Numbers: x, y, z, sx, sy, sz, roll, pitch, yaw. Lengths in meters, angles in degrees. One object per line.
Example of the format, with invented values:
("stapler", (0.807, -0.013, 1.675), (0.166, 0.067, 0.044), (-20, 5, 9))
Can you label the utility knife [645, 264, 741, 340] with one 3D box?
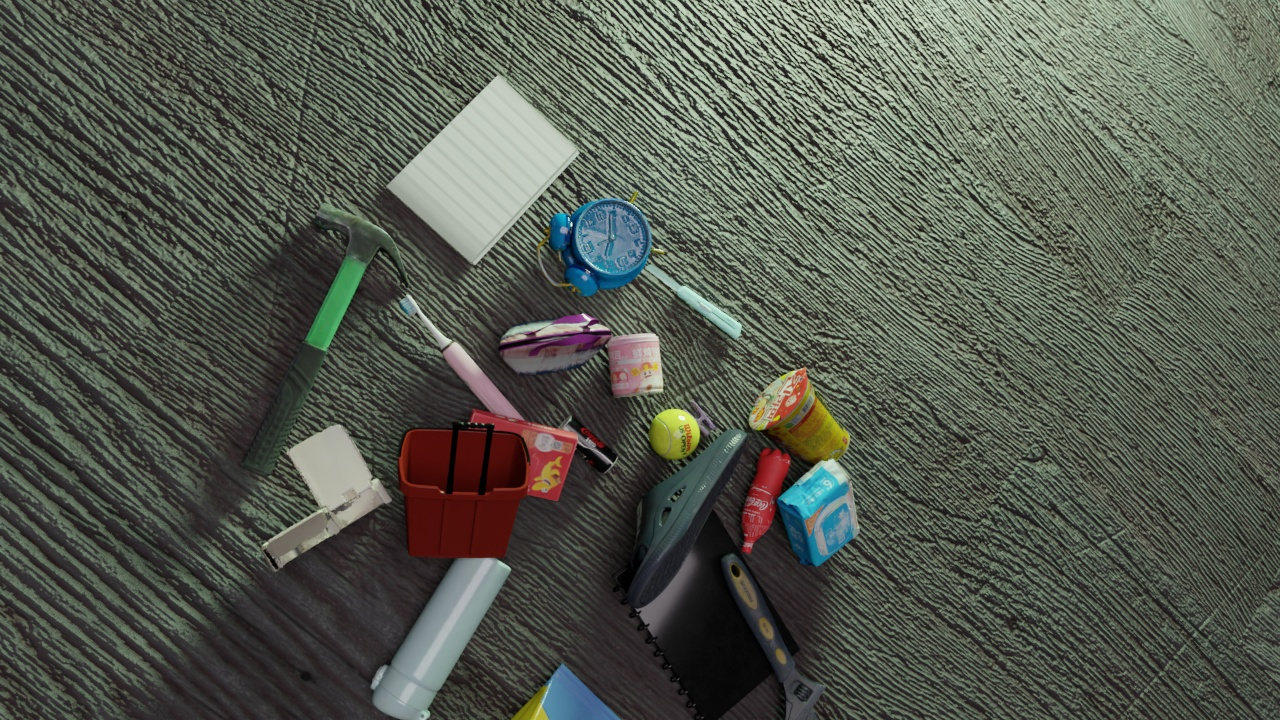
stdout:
("utility knife", (0.071, -0.081, 1.235), (0.158, 0.015, 0.022), (35, 76, -8))

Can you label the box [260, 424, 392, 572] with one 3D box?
("box", (-0.353, 0.150, 0.992), (0.144, 0.187, 0.101), (-32, 79, -26))

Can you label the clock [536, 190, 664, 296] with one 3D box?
("clock", (-0.056, -0.145, 1.174), (0.161, 0.060, 0.117), (-26, 93, -17))

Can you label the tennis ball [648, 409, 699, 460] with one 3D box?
("tennis ball", (0.043, 0.095, 1.178), (0.065, 0.065, 0.065), (2, 84, -18))

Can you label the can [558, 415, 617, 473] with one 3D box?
("can", (-0.068, 0.107, 1.159), (0.080, 0.032, 0.031), (42, 74, -10))

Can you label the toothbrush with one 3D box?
("toothbrush", (-0.216, 0.008, 1.125), (0.026, 0.027, 0.222), (-43, 97, -23))

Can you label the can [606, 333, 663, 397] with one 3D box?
("can", (-0.007, 0.007, 1.170), (0.067, 0.067, 0.076), (-5, 87, -18))

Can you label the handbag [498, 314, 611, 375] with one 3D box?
("handbag", (-0.093, -0.026, 1.091), (0.144, 0.170, 0.068), (-8, 87, -19))

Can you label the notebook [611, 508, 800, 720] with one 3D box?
("notebook", (0.085, 0.332, 1.192), (0.169, 0.019, 0.231), (-33, 95, -19))

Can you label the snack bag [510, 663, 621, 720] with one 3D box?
("snack bag", (-0.103, 0.490, 1.079), (0.159, 0.102, 0.204), (46, 60, -8))

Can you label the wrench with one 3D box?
("wrench", (0.173, 0.374, 1.196), (0.073, 0.022, 0.273), (-29, 94, -15))

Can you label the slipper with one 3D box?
("slipper", (0.043, 0.180, 1.147), (0.083, 0.111, 0.267), (28, 59, 16))

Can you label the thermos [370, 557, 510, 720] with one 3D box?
("thermos", (-0.232, 0.317, 1.067), (0.078, 0.065, 0.206), (31, 76, 2))

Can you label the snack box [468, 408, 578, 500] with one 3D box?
("snack box", (-0.152, 0.116, 1.119), (0.133, 0.021, 0.089), (15, 105, -16))

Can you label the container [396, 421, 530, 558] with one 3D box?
("container", (-0.198, 0.119, 1.030), (0.148, 0.127, 0.201), (4, 119, -14))

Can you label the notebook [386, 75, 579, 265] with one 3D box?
("notebook", (-0.196, -0.243, 1.167), (0.142, 0.009, 0.209), (42, 74, -9))

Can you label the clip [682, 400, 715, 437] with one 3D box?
("clip", (0.077, 0.079, 1.219), (0.036, 0.013, 0.052), (-41, 100, -16))

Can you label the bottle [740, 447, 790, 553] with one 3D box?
("bottle", (0.161, 0.187, 1.219), (0.042, 0.042, 0.141), (22, 78, -14))

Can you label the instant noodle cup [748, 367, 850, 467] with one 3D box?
("instant noodle cup", (0.217, 0.088, 1.226), (0.112, 0.100, 0.100), (44, 73, -19))

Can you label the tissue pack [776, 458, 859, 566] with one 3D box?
("tissue pack", (0.238, 0.204, 1.209), (0.092, 0.062, 0.144), (-38, 134, -18))

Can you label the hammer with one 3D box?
("hammer", (-0.379, -0.017, 1.074), (0.130, 0.032, 0.318), (25, 78, -14))
